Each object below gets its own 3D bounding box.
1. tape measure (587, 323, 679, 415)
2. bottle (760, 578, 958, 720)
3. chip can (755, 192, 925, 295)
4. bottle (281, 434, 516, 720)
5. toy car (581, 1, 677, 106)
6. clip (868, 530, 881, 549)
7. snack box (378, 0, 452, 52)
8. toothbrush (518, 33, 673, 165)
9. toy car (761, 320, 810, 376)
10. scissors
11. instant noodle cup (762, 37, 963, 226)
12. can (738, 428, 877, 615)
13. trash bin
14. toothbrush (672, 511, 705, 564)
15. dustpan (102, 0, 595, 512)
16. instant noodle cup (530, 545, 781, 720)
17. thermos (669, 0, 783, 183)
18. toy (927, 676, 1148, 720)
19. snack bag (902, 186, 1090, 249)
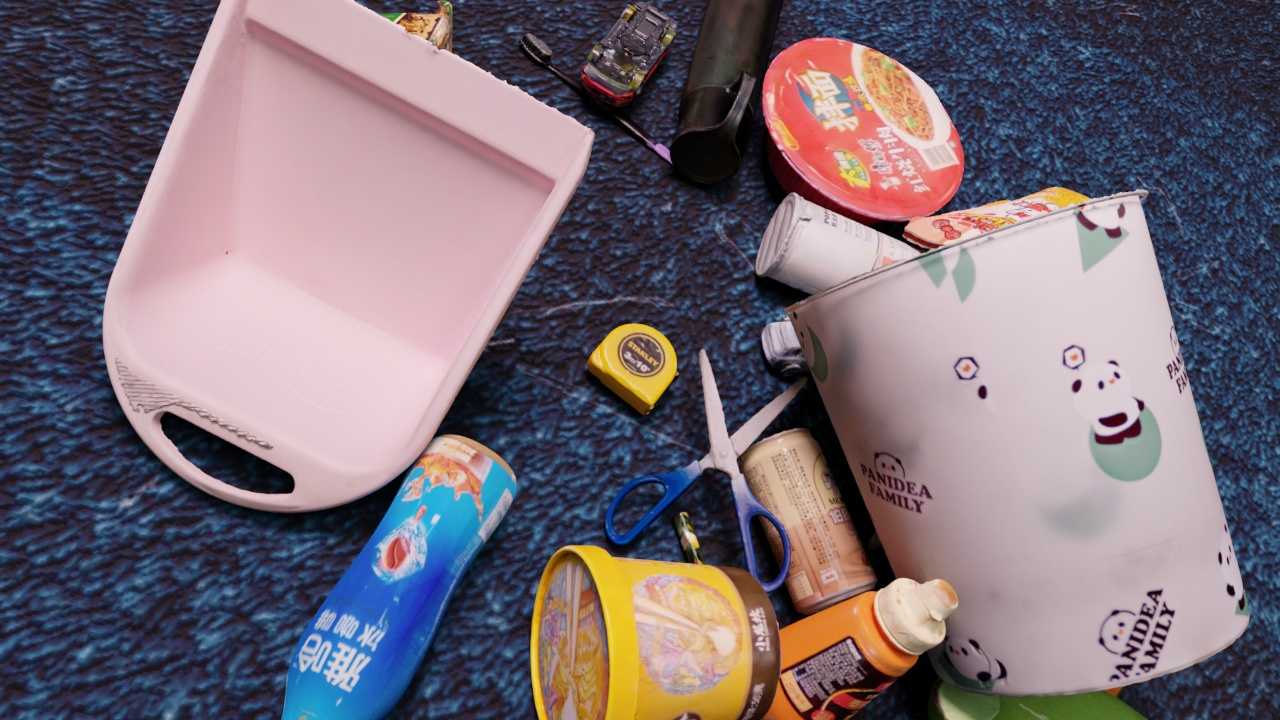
[{"bbox_3d":[-0.004,0.004,0.659,0.060,0.029,0.057,38,59,2],"label":"tape measure"},{"bbox_3d":[0.127,0.171,0.544,0.066,0.150,0.066,27,38,-23],"label":"bottle"},{"bbox_3d":[0.205,-0.063,0.744,0.214,0.071,0.071,21,59,-9],"label":"chip can"},{"bbox_3d":[-0.145,0.144,0.514,0.065,0.065,0.218,30,59,-3],"label":"bottle"},{"bbox_3d":[-0.009,-0.258,0.784,0.053,0.045,0.120,31,52,-1],"label":"toy car"},{"bbox_3d":[0.204,0.105,0.682,0.070,0.035,0.099,26,66,-6],"label":"clip"},{"bbox_3d":[-0.189,-0.183,0.629,0.105,0.118,0.118,6,33,-8],"label":"snack box"},{"bbox_3d":[-0.027,-0.215,0.774,0.189,0.017,0.014,39,56,1],"label":"toothbrush"},{"bbox_3d":[0.139,-0.013,0.717,0.090,0.034,0.043,1,60,-21],"label":"toy car"},{"bbox_3d":[0.052,0.076,0.610,0.176,0.012,0.162,-32,71,-4],"label":"scissors"},{"bbox_3d":[0.184,-0.188,0.806,0.193,0.066,0.193,8,61,-15],"label":"instant noodle cup"},{"bbox_3d":[0.113,0.109,0.628,0.058,0.059,0.116,-11,68,-25],"label":"can"},{"bbox_3d":[0.237,0.053,0.576,0.229,0.230,0.252,-16,85,-26],"label":"trash bin"},{"bbox_3d":[0.054,0.186,0.592,0.017,0.012,0.185,23,44,-60],"label":"toothbrush"},{"bbox_3d":[-0.182,-0.052,0.522,0.222,0.274,0.138,26,33,-1],"label":"dustpan"},{"bbox_3d":[0.009,0.167,0.532,0.114,0.119,0.118,6,62,-27],"label":"instant noodle cup"},{"bbox_3d":[0.086,-0.266,0.795,0.068,0.090,0.241,27,56,-20],"label":"thermos"},{"bbox_3d":[0.288,0.275,0.588,0.247,0.090,0.226,38,57,6],"label":"toy"},{"bbox_3d":[0.318,-0.096,0.768,0.128,0.073,0.207,40,37,25],"label":"snack bag"}]
